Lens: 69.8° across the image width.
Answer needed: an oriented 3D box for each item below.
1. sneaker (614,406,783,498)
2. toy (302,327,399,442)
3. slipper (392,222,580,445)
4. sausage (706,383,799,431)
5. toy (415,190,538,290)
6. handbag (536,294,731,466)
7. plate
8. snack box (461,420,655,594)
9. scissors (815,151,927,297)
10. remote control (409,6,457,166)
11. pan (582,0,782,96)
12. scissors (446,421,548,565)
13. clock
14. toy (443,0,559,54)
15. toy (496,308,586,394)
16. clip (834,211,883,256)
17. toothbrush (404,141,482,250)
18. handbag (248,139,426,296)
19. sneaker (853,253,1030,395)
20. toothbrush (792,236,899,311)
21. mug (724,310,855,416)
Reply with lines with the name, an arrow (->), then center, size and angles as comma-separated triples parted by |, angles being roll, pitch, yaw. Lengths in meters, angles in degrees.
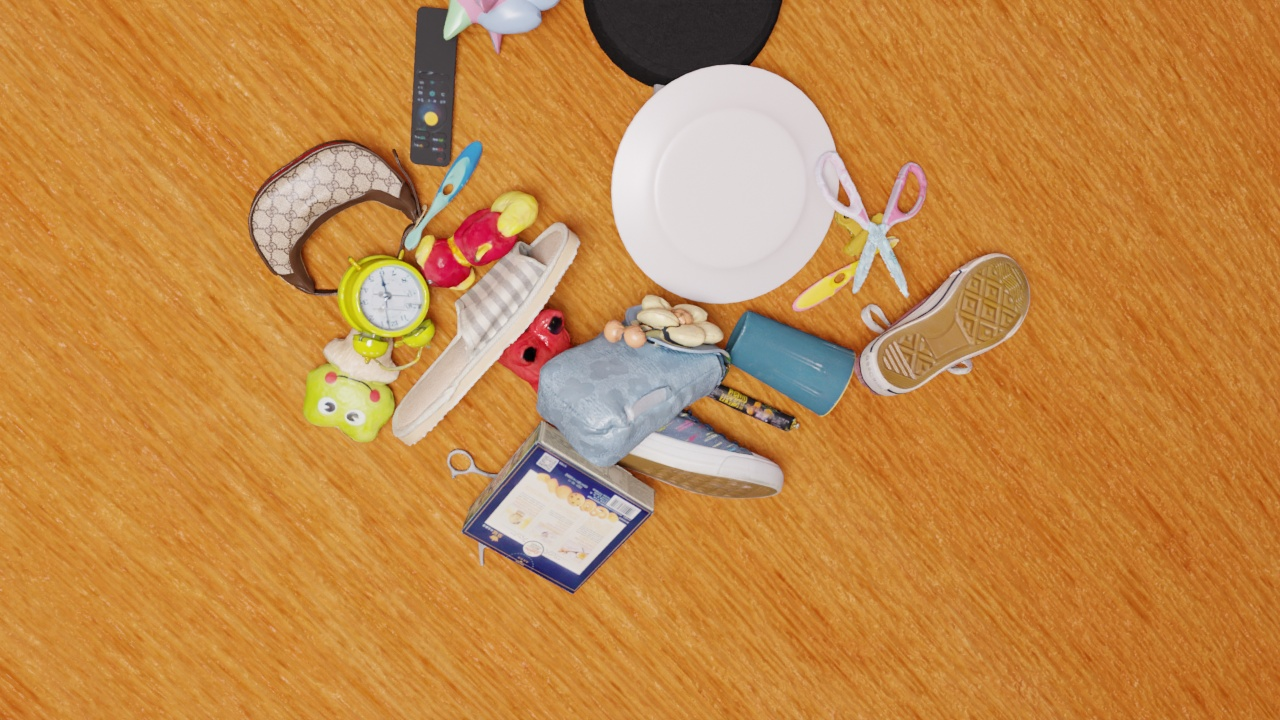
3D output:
sneaker -> 0.041, 0.084, 0.971 | 0.235, 0.088, 0.079 | 17, 67, -8
toy -> -0.289, 0.020, 0.934 | 0.092, 0.043, 0.118 | 23, 92, -12
slipper -> -0.163, -0.031, 0.907 | 0.054, 0.114, 0.273 | 37, 100, -22
sausage -> 0.103, 0.043, 0.991 | 0.155, 0.020, 0.020 | 25, 94, -9
toy -> -0.157, -0.117, 0.901 | 0.137, 0.105, 0.067 | -32, 112, 7
handbag -> -0.005, 0.005, 0.889 | 0.191, 0.119, 0.122 | -30, 59, -32
plate -> 0.091, -0.175, 0.937 | 0.242, 0.016, 0.243 | -3, 108, -10
snack box -> -0.084, 0.154, 0.942 | 0.144, 0.042, 0.145 | 34, 115, -17
scissors -> 0.234, -0.150, 0.947 | 0.168, 0.014, 0.170 | 31, 73, -15
remote control -> -0.205, -0.271, 0.914 | 0.041, 0.020, 0.152 | 4, 98, -7
pan -> 0.032, -0.301, 0.923 | 0.204, 0.044, 0.356 | 9, 96, -8
scissors -> -0.143, 0.141, 0.982 | 0.141, 0.014, 0.175 | 17, 97, -5
clock -> -0.248, -0.049, 0.901 | 0.083, 0.057, 0.119 | -16, 104, -28
toy -> -0.105, -0.404, 0.865 | 0.222, 0.120, 0.171 | -22, 90, -2
toy -> -0.101, 0.004, 0.954 | 0.087, 0.094, 0.133 | -45, 128, -29
clip -> 0.231, -0.142, 0.980 | 0.054, 0.048, 0.045 | -49, 144, 3
toothbrush -> -0.197, -0.165, 0.919 | 0.022, 0.017, 0.135 | 31, 74, -3
handbag -> -0.297, -0.140, 0.910 | 0.166, 0.063, 0.138 | -36, 117, -5
sneaker -> 0.311, -0.031, 0.971 | 0.240, 0.088, 0.118 | -31, 88, -23
toothbrush -> 0.220, -0.093, 0.985 | 0.135, 0.016, 0.021 | -35, 104, -1
mug -> 0.153, -0.001, 0.965 | 0.121, 0.078, 0.078 | 26, 94, -4
